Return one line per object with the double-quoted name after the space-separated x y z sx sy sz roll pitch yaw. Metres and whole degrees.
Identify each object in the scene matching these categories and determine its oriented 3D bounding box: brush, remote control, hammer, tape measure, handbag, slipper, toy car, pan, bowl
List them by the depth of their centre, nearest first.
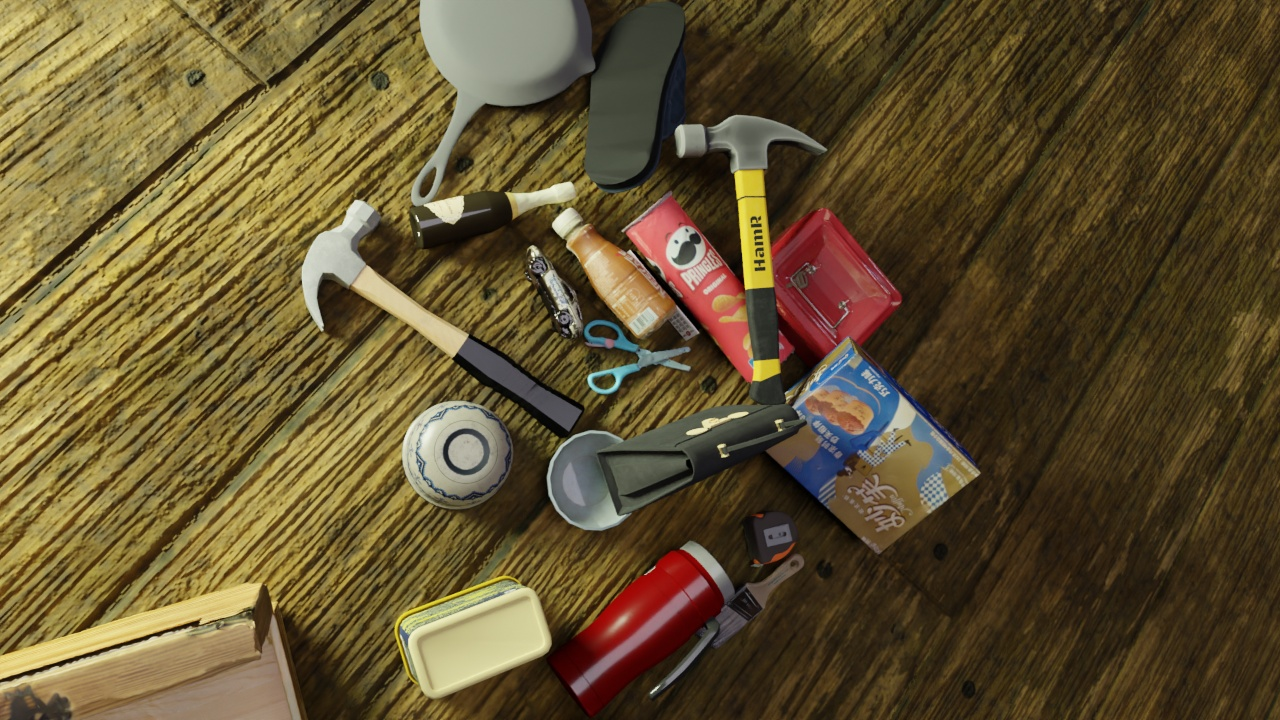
0.087 0.087 0.944 0.175 0.196 0.072 -17 88 -40 "handbag"
-0.184 0.096 0.945 0.115 0.059 0.115 3 81 -19 "bowl"
-0.203 -0.024 0.970 0.328 0.039 0.131 35 73 -12 "hammer"
-0.054 0.130 0.997 0.106 0.039 0.106 3 81 -19 "bowl"
-0.093 -0.076 1.009 0.040 0.048 0.113 -28 92 -17 "toy car"
0.134 -0.111 1.022 0.169 0.034 0.324 -5 90 -14 "hammer"
-0.173 -0.328 1.023 0.216 0.024 0.354 24 78 -8 "pan"
0.127 0.270 1.043 0.151 0.012 0.039 -38 98 -11 "brush"
0.153 0.203 1.059 0.058 0.038 0.058 -9 85 -21 "tape measure"
0.023 -0.076 1.062 0.124 0.028 0.011 50 57 -6 "remote control"
0.002 -0.294 1.065 0.109 0.083 0.265 -3 64 24 "slipper"

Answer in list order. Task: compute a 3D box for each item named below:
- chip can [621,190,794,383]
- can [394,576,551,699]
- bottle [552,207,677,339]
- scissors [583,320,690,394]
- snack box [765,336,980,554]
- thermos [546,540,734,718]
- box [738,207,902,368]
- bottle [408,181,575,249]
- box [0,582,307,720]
0.079 -0.082 1.060 0.073 0.073 0.233 -42 98 -20 "chip can"
-0.164 0.270 0.902 0.135 0.104 0.075 -17 88 -21 "can"
-0.033 -0.100 1.030 0.059 0.059 0.167 -43 92 -20 "bottle"
-0.003 0.009 1.048 0.142 0.015 0.095 15 76 -13 "scissors"
0.257 0.099 1.056 0.202 0.069 0.155 43 109 -9 "snack box"
0.010 0.289 0.965 0.198 0.084 0.108 -36 59 -19 "thermos"
0.212 -0.084 1.103 0.129 0.098 0.157 -44 101 -15 "box"
-0.157 -0.165 1.002 0.184 0.045 0.045 -18 88 -21 "bottle"
-0.401 0.319 0.694 0.278 0.337 0.286 -15 85 -19 "box"
